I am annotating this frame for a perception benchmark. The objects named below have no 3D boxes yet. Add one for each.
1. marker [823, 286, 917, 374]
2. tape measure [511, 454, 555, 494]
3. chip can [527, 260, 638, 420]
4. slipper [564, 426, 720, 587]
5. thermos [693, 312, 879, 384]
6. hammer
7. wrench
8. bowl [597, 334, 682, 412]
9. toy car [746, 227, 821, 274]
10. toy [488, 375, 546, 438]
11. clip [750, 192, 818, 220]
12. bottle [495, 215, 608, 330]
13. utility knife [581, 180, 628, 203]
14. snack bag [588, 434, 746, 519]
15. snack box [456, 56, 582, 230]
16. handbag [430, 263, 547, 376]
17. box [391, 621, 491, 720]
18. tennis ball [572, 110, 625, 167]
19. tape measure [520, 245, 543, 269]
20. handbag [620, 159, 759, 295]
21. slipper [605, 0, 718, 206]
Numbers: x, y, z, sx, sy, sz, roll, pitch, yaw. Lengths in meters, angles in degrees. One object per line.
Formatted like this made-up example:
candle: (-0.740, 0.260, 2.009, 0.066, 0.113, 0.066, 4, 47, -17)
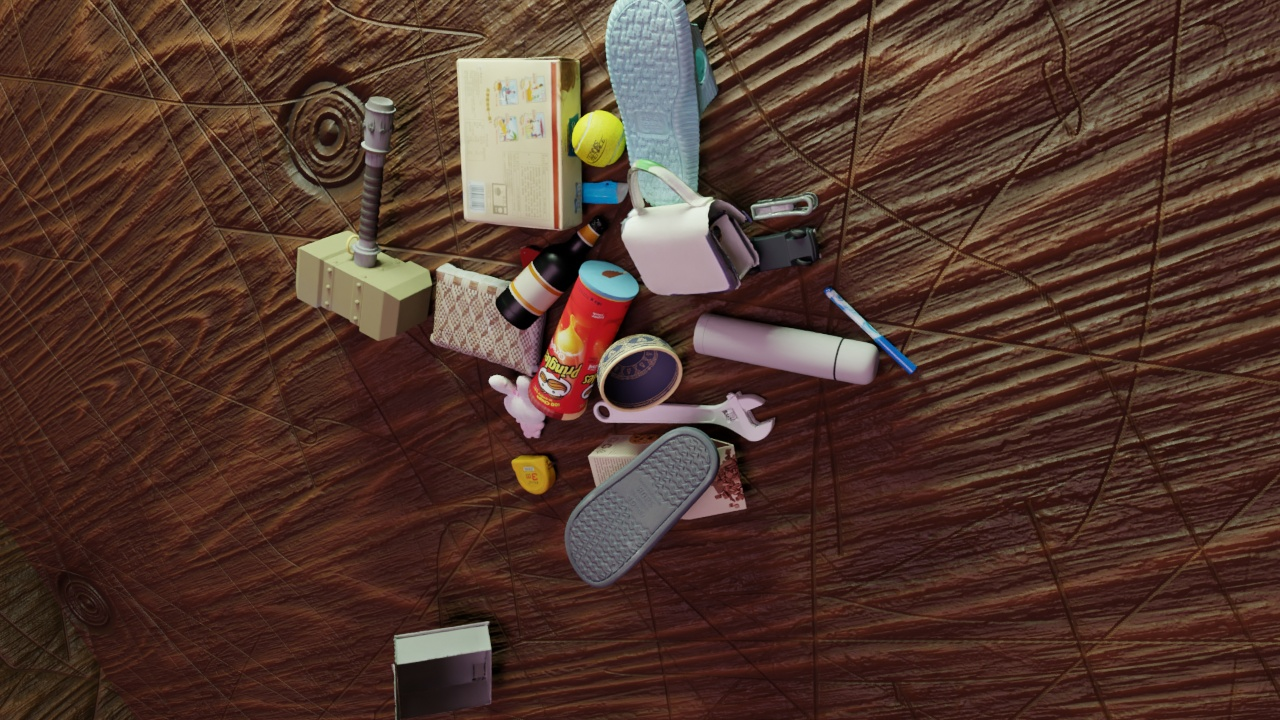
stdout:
marker: (0.271, -0.037, 1.086, 0.142, 0.013, 0.013, 44, 125, 4)
tape measure: (-0.158, 0.174, 1.406, 0.068, 0.030, 0.059, -7, 109, 33)
chip can: (-0.079, -0.025, 1.239, 0.087, 0.086, 0.214, 34, 123, 11)
slipper: (0.005, 0.186, 1.216, 0.110, 0.083, 0.269, 47, 108, 11)
thermos: (0.177, -0.014, 1.122, 0.224, 0.052, 0.052, 12, 117, 24)
hammer: (-0.385, -0.213, 1.308, 0.190, 0.100, 0.326, 26, 122, 16)
wrench: (0.053, 0.073, 1.253, 0.274, 0.018, 0.066, 0, 112, 30)
bowl: (-0.007, 0.007, 1.216, 0.113, 0.112, 0.061, -65, 33, 33)
toy car: (0.161, -0.129, 1.088, 0.112, 0.034, 0.046, -7, 103, 38)
toy: (-0.172, 0.067, 1.356, 0.076, 0.037, 0.125, 6, 135, 30)
clip: (0.168, -0.179, 1.067, 0.076, 0.043, 0.023, -3, 112, 29)
bottle: (-0.112, -0.121, 1.213, 0.182, 0.059, 0.059, -43, 88, 16)
utility knife: (-0.108, -0.225, 1.204, 0.207, 0.015, 0.031, 8, 113, 22)
snack bag: (0.042, 0.159, 1.266, 0.207, 0.069, 0.094, -3, 110, 30)
snack box: (-0.153, -0.278, 1.170, 0.153, 0.055, 0.207, 9, 110, 25)
handbag: (-0.217, -0.059, 1.323, 0.186, 0.046, 0.124, 17, 111, 21)
box: (-0.464, 0.610, 1.467, 0.234, 0.526, 0.167, 22, 128, 22)
tennis ball: (-0.050, -0.270, 1.121, 0.065, 0.065, 0.065, 12, 117, 24)
tape measure: (-0.137, -0.130, 1.261, 0.051, 0.019, 0.059, -1, 111, 29)
handbag: (0.046, -0.166, 1.082, 0.151, 0.073, 0.176, 1, 131, 47)
slipper: (0.027, -0.304, 1.066, 0.116, 0.069, 0.277, 12, 132, 24)
